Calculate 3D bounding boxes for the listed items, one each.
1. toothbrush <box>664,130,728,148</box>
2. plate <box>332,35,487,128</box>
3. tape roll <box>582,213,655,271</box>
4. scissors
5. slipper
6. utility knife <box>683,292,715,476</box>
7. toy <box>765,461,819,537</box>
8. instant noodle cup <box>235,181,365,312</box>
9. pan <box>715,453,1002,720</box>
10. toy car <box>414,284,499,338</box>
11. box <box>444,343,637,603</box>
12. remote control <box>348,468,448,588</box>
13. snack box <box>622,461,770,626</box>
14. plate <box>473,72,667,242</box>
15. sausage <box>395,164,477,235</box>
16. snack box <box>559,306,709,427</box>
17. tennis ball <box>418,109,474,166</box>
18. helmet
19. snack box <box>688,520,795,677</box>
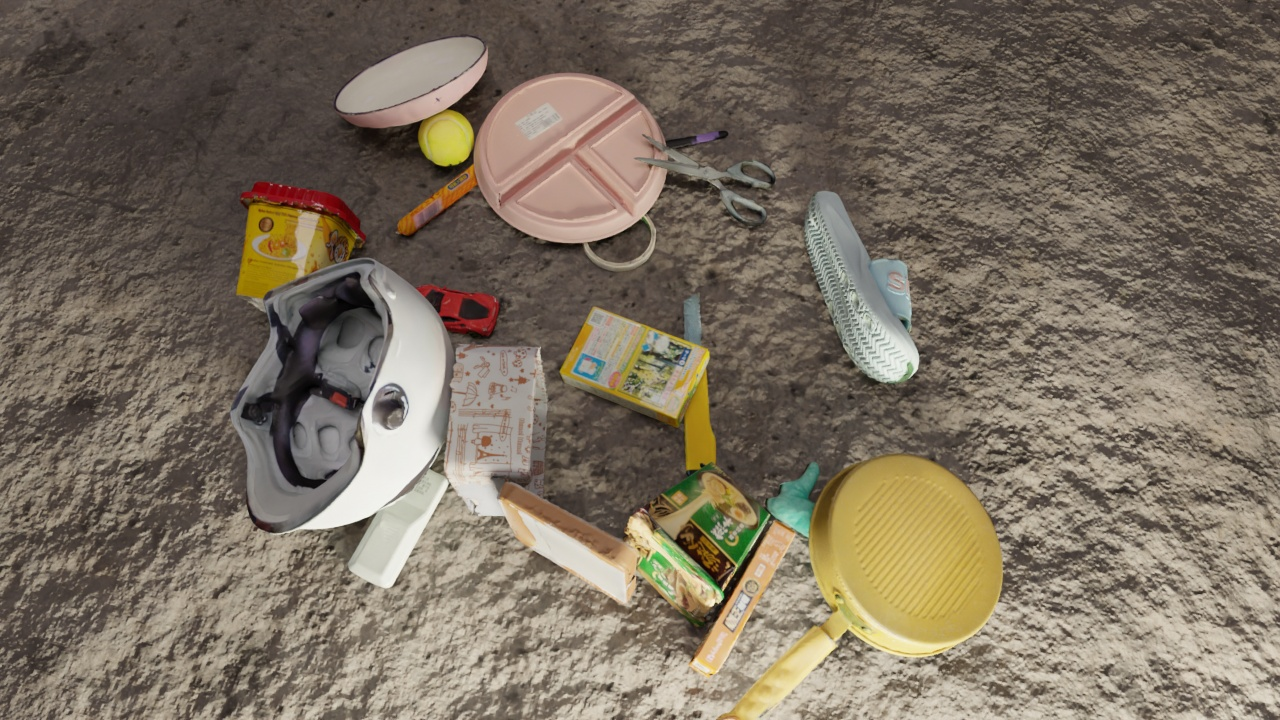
[{"bbox_3d":[0.018,-0.260,1.114,0.189,0.017,0.014,-13,79,-9],"label":"toothbrush"},{"bbox_3d":[-0.265,-0.323,1.083,0.192,0.039,0.192,-13,38,10],"label":"plate"},{"bbox_3d":[-0.025,-0.144,1.066,0.086,0.014,0.085,1,68,-2],"label":"tape roll"},{"bbox_3d":[0.083,-0.220,1.079,0.164,0.014,0.164,-29,83,-23],"label":"scissors"},{"bbox_3d":[0.247,-0.084,1.007,0.074,0.104,0.245,-13,63,-9],"label":"slipper"},{"bbox_3d":[0.062,0.028,0.997,0.033,0.015,0.223,-1,69,-1],"label":"utility knife"},{"bbox_3d":[0.176,0.155,0.943,0.092,0.030,0.096,31,67,7],"label":"toy"},{"bbox_3d":[-0.375,-0.114,0.997,0.116,0.116,0.123,11,79,2],"label":"instant noodle cup"},{"bbox_3d":[0.202,0.236,0.879,0.356,0.078,0.197,-37,81,-28],"label":"pan"},{"bbox_3d":[-0.211,-0.056,1.016,0.106,0.031,0.049,10,67,4],"label":"toy car"},{"bbox_3d":[-0.103,0.117,0.869,0.136,0.180,0.269,-28,70,-13],"label":"box"},{"bbox_3d":[-0.245,0.165,0.929,0.049,0.024,0.124,23,68,7],"label":"remote control"},{"bbox_3d":[0.060,0.172,0.894,0.117,0.118,0.105,42,62,14],"label":"snack box"},{"bbox_3d":[-0.081,-0.245,1.077,0.229,0.028,0.229,1,70,-3],"label":"plate"},{"bbox_3d":[-0.222,-0.197,1.077,0.165,0.021,0.021,-42,75,-17],"label":"sausage"},{"bbox_3d":[-0.006,0.006,0.987,0.140,0.034,0.086,20,71,15],"label":"snack box"},{"bbox_3d":[-0.228,-0.262,1.079,0.065,0.065,0.065,1,68,-2],"label":"tennis ball"},{"bbox_3d":[-0.264,0.040,0.870,0.230,0.145,0.258,-9,71,38],"label":"helmet"},{"bbox_3d":[0.097,0.230,0.884,0.026,0.075,0.153,30,70,9],"label":"snack box"}]
